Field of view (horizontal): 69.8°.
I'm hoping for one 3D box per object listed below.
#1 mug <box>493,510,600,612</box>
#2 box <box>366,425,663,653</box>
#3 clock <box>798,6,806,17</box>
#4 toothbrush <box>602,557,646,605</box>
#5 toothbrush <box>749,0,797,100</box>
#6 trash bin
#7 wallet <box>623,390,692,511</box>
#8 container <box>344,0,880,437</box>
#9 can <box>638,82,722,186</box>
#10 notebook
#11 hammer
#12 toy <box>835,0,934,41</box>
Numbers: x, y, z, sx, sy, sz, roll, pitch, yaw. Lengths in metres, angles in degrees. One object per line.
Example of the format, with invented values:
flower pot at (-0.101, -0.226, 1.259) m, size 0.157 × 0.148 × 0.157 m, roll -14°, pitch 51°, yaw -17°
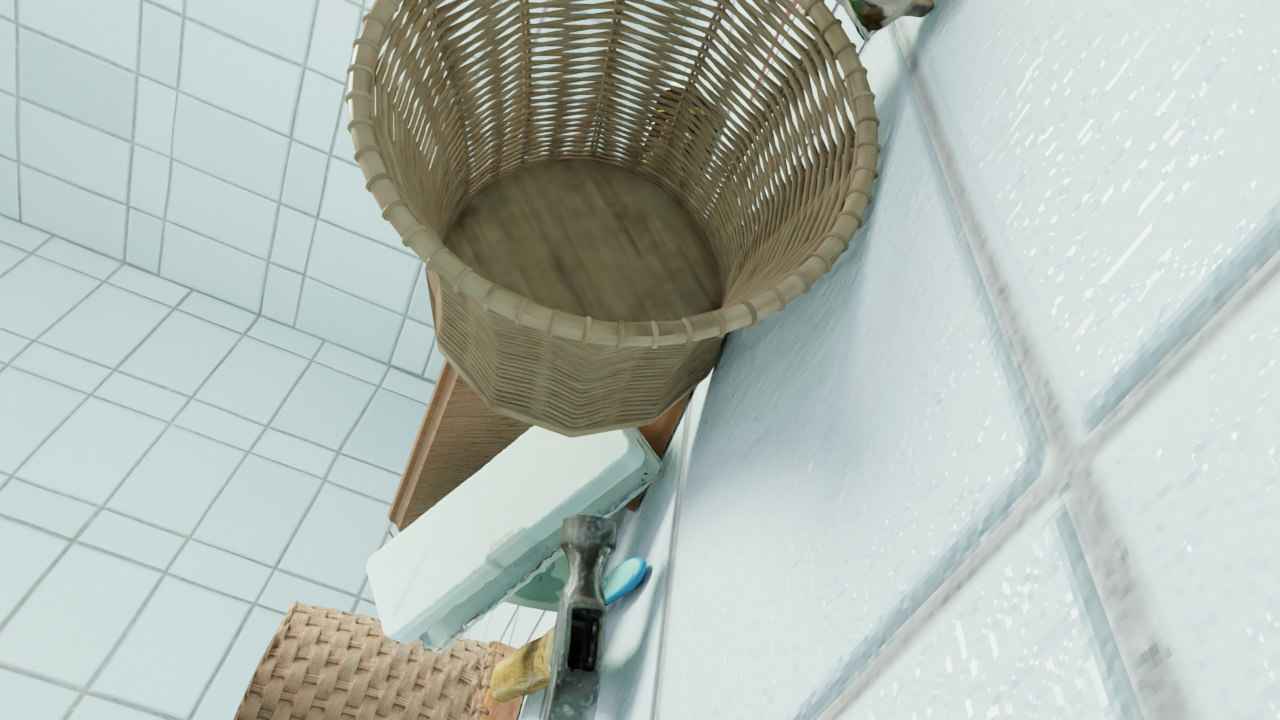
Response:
mug at (-0.076, 0.124, 0.659) m, size 0.084 × 0.104 × 0.111 m, roll -88°, pitch 21°, yaw -68°
box at (-0.085, 0.098, 0.583) m, size 0.199 × 0.085 × 0.070 m, roll -40°, pitch -11°, yaw 5°
clock at (0.129, -0.265, 0.502) m, size 0.116 × 0.060 × 0.161 m, roll -110°, pitch 41°, yaw -78°
toothbrush at (-0.023, 0.147, 0.567) m, size 0.135 × 0.017 × 0.022 m, roll 123°, pitch 167°, yaw -54°
toothbrush at (0.128, -0.303, 0.776) m, size 0.015 × 0.015 × 0.185 m, roll -69°, pitch 3°, yaw -62°
trash bin at (-0.220, 0.291, 0.793) m, size 0.151 × 0.210 × 0.151 m, roll -159°, pitch 92°, yaw -82°
wallet at (-0.011, 0.029, 0.620) m, size 0.013 × 0.087 × 0.121 m, roll 3°, pitch -64°, yaw -52°
container at (-0.022, -0.079, 0.477) m, size 0.196 × 0.227 × 0.226 m, roll 113°, pitch 176°, yaw -67°
can at (0.034, -0.219, 0.962) m, size 0.072 × 0.072 × 0.128 m, roll 154°, pitch 137°, yaw -78°
notebook at (-0.087, 0.057, 0.726) m, size 0.210 × 0.022 × 0.169 m, roll -2°, pitch -57°, yaw -50°
hammer at (-0.069, 0.203, 0.604) m, size 0.331 × 0.033 × 0.132 m, roll 123°, pitch 153°, yaw -63°
toy at (0.109, -0.197, 0.404) m, size 0.074 × 0.085 × 0.106 m, roll -32°, pitch -41°, yaw -67°
